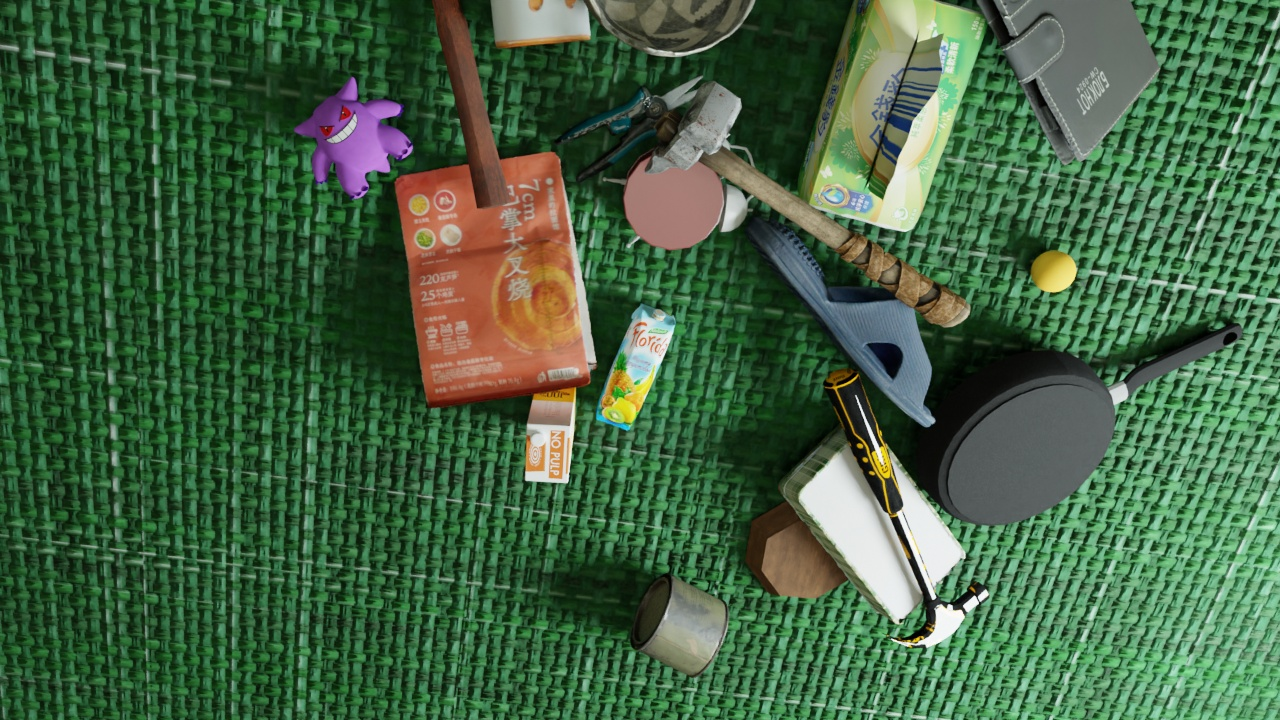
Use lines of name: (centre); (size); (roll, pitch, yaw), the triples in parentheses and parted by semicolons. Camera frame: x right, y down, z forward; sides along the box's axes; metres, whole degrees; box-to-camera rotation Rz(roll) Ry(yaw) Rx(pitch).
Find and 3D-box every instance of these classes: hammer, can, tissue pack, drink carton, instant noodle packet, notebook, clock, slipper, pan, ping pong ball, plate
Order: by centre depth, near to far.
notebook: (0.359, -0.294, 0.779); (0.169, 0.029, 0.209); (-44, 106, -23)
hammer: (0.149, -0.118, 0.786); (0.318, 0.122, 0.048); (31, 72, -12)
tissue pack: (0.218, -0.211, 0.788); (0.120, 0.141, 0.198); (7, 110, -4)
hammer: (-0.163, -0.283, 0.804); (0.111, 0.028, 0.301); (-10, 105, 4)
clock: (0.041, -0.156, 0.855); (0.138, 0.048, 0.096); (-18, 110, 6)
instant noodle packet: (-0.140, -0.077, 0.877); (0.164, 0.084, 0.221); (-8, 102, 7)
slipper: (0.209, -0.052, 0.878); (0.082, 0.101, 0.263); (-42, 100, 5)
ping pong ball: (0.401, -0.087, 0.891); (0.040, 0.040, 0.040); (0, 110, -1)
drink carton: (-0.087, 0.068, 0.898); (0.040, 0.122, 0.059); (4, 110, -2)
drink carton: (-0.006, 0.005, 0.920); (0.044, 0.038, 0.129); (21, 108, -8)
pan: (0.450, 0.053, 0.923); (0.356, 0.044, 0.204); (-25, 126, 2)
hammer: (0.253, 0.152, 0.924); (0.123, 0.036, 0.321); (-30, 107, -13)
can: (0.041, 0.288, 0.999); (0.074, 0.089, 0.090); (28, 107, -11)
plate: (0.180, 0.212, 1.007); (0.131, 0.025, 0.131); (0, 110, -1)

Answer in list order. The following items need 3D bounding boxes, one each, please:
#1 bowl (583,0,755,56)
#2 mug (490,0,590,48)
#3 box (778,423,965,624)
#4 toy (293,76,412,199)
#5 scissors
bowl: (0.010, -0.342, 0.760); (0.178, 0.081, 0.178); (-9, 108, -28)
mug: (-0.088, -0.322, 0.775); (0.082, 0.082, 0.105); (-5, 109, 1)
box: (0.245, 0.169, 0.965); (0.117, 0.050, 0.205); (-44, 108, -10)
toy: (-0.260, -0.202, 0.832); (0.106, 0.056, 0.088); (-41, 102, 3)
scissors: (-0.013, -0.220, 0.847); (0.144, 0.019, 0.126); (11, 109, -7)
